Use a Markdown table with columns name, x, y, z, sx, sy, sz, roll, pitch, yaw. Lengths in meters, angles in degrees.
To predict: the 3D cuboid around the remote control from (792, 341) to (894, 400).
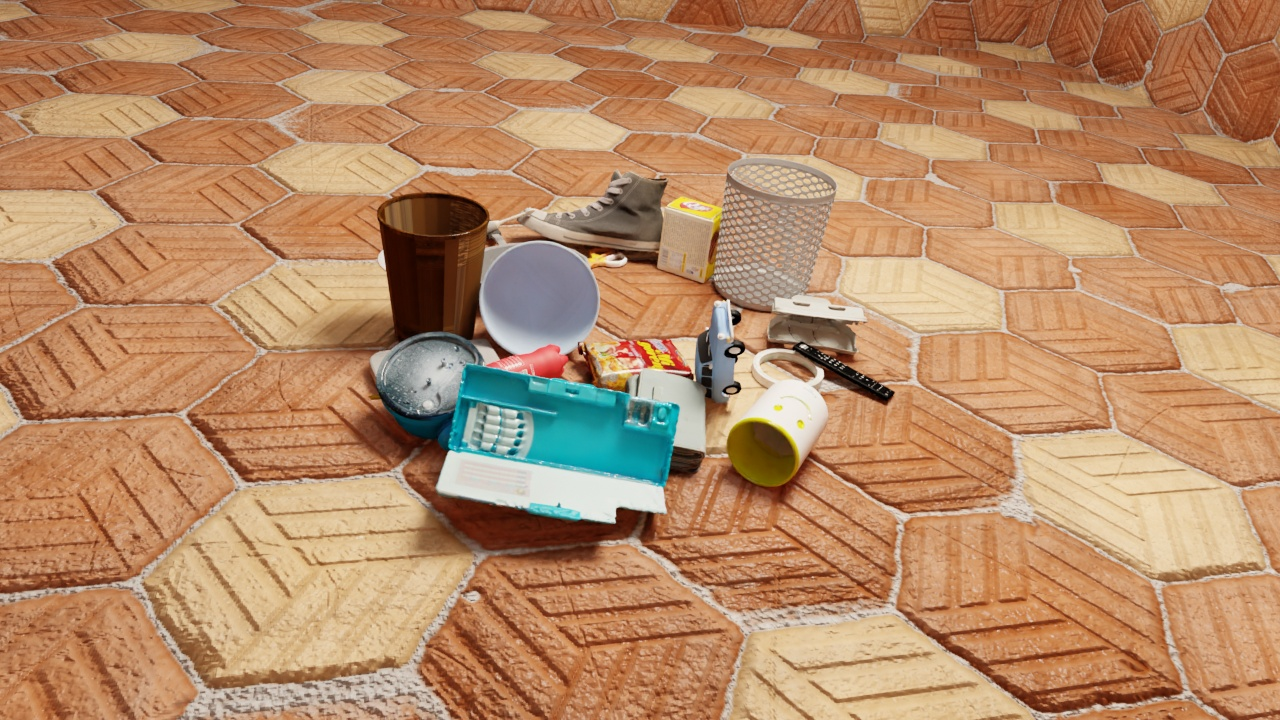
| name | x | y | z | sx | sy | sz | roll | pitch | yaw |
| --- | --- | --- | --- | --- | --- | --- | --- | --- | --- |
| remote control | 0.264 | 0.013 | 1.195 | 0.140 | 0.009 | 0.030 | 31 | 27 | 22 |

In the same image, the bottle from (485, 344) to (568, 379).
| name | x | y | z | sx | sy | sz | roll | pitch | yaw |
| --- | --- | --- | --- | --- | --- | --- | --- | --- | --- |
| bottle | -0.151 | 0.016 | 1.089 | 0.141 | 0.042 | 0.042 | -19 | 40 | -36 |

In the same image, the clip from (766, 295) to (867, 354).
| name | x | y | z | sx | sy | sz | roll | pitch | yaw |
| --- | --- | --- | --- | --- | --- | --- | --- | --- | --- |
| clip | 0.238 | -0.045 | 1.273 | 0.126 | 0.104 | 0.152 | 10 | 0 | 2 |

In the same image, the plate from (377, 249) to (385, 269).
| name | x | y | z | sx | sy | sz | roll | pitch | yaw |
| --- | --- | --- | --- | --- | --- | --- | --- | --- | --- |
| plate | -0.320 | -0.155 | 1.361 | 0.134 | 0.011 | 0.134 | 5 | 32 | -3 |

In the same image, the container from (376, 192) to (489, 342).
| name | x | y | z | sx | sy | sz | roll | pitch | yaw |
| --- | --- | --- | --- | --- | --- | --- | --- | --- | --- |
| container | -0.257 | -0.106 | 1.145 | 0.132 | 0.168 | 0.132 | 5 | 32 | -3 |

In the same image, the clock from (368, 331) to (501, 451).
| name | x | y | z | sx | sy | sz | roll | pitch | yaw |
| --- | --- | --- | --- | --- | --- | --- | --- | --- | --- |
| clock | -0.210 | 0.038 | 1.000 | 0.161 | 0.060 | 0.116 | 27 | 56 | 16 |

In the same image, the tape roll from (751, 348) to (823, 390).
| name | x | y | z | sx | sy | sz | roll | pitch | yaw |
| --- | --- | --- | --- | --- | --- | --- | --- | --- | --- |
| tape roll | 0.191 | 0.014 | 1.192 | 0.093 | 0.013 | 0.092 | 5 | 31 | -3 |

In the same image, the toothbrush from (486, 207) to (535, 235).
| name | x | y | z | sx | sy | sz | roll | pitch | yaw |
| --- | --- | --- | --- | --- | --- | --- | --- | --- | --- |
| toothbrush | -0.240 | -0.193 | 1.361 | 0.185 | 0.022 | 0.024 | -24 | 43 | -17 |

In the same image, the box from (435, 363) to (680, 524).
| name | x | y | z | sx | sy | sz | roll | pitch | yaw |
| --- | --- | --- | --- | --- | --- | --- | --- | --- | --- |
| box | -0.081 | 0.097 | 0.927 | 0.227 | 0.084 | 0.171 | 11 | 54 | -6 |

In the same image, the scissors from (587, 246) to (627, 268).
| name | x | y | z | sx | sy | sz | roll | pitch | yaw |
| --- | --- | --- | --- | --- | --- | --- | --- | --- | --- |
| scissors | -0.072 | -0.147 | 1.402 | 0.065 | 0.013 | 0.128 | 24 | 35 | 28 |

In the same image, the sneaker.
| name | x | y | z | sx | sy | sz | roll | pitch | yaw |
| --- | --- | --- | --- | --- | --- | --- | --- | --- | --- |
| sneaker | -0.072 | -0.239 | 1.428 | 0.235 | 0.120 | 0.095 | 6 | 11 | 0 |

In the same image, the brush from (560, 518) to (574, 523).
| name | x | y | z | sx | sy | sz | roll | pitch | yaw |
| --- | --- | --- | --- | --- | --- | --- | --- | --- | --- |
| brush | -0.096 | 0.120 | 0.958 | 0.049 | 0.015 | 0.136 | -18 | 40 | -36 |

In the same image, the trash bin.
| name | x | y | z | sx | sy | sz | roll | pitch | yaw |
| --- | --- | --- | --- | --- | --- | --- | --- | --- | --- |
| trash bin | 0.191 | -0.183 | 1.348 | 0.156 | 0.184 | 0.156 | 6 | 32 | -4 |

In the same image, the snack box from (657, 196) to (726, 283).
| name | x | y | z | sx | sy | sz | roll | pitch | yaw |
| --- | --- | --- | --- | --- | --- | --- | --- | --- | --- |
| snack box | 0.079 | -0.186 | 1.404 | 0.084 | 0.106 | 0.061 | 20 | 34 | 20 |

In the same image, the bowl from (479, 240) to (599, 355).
| name | x | y | z | sx | sy | sz | roll | pitch | yaw |
| --- | --- | --- | --- | --- | --- | --- | --- | --- | --- |
| bowl | -0.131 | -0.081 | 1.169 | 0.150 | 0.151 | 0.075 | 0 | 13 | -12 |

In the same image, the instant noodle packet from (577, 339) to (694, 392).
| name | x | y | z | sx | sy | sz | roll | pitch | yaw |
| --- | --- | --- | --- | --- | --- | --- | --- | --- | --- |
| instant noodle packet | -0.007 | 0.007 | 1.140 | 0.135 | 0.040 | 0.098 | -2 | 29 | -17 |

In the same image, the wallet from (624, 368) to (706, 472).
| name | x | y | z | sx | sy | sz | roll | pitch | yaw |
| --- | --- | --- | --- | --- | --- | --- | --- | --- | --- |
| wallet | 0.025 | 0.069 | 1.038 | 0.100 | 0.054 | 0.131 | 6 | 37 | -1 |

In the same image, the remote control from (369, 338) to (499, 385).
| name | x | y | z | sx | sy | sz | roll | pitch | yaw |
| --- | --- | --- | --- | --- | --- | --- | --- | --- | --- |
| remote control | -0.246 | 0.007 | 1.106 | 0.150 | 0.019 | 0.074 | -8 | 35 | -25 |

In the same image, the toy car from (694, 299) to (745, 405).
| name | x | y | z | sx | sy | sz | roll | pitch | yaw |
| --- | --- | --- | --- | --- | --- | --- | --- | --- | --- |
| toy car | 0.091 | -0.007 | 1.073 | 0.055 | 0.154 | 0.056 | -3 | 56 | 1 |

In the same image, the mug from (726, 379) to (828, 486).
| name | x | y | z | sx | sy | sz | roll | pitch | yaw |
| --- | --- | --- | --- | --- | --- | --- | --- | --- | --- |
| mug | 0.153 | 0.078 | 1.014 | 0.082 | 0.083 | 0.105 | 21 | 33 | 22 |

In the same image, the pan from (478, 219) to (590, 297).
| name | x | y | z | sx | sy | sz | roll | pitch | yaw |
| --- | --- | --- | --- | --- | --- | --- | --- | --- | --- |
| pan | -0.195 | -0.155 | 1.362 | 0.178 | 0.041 | 0.357 | -10 | 30 | -21 |
